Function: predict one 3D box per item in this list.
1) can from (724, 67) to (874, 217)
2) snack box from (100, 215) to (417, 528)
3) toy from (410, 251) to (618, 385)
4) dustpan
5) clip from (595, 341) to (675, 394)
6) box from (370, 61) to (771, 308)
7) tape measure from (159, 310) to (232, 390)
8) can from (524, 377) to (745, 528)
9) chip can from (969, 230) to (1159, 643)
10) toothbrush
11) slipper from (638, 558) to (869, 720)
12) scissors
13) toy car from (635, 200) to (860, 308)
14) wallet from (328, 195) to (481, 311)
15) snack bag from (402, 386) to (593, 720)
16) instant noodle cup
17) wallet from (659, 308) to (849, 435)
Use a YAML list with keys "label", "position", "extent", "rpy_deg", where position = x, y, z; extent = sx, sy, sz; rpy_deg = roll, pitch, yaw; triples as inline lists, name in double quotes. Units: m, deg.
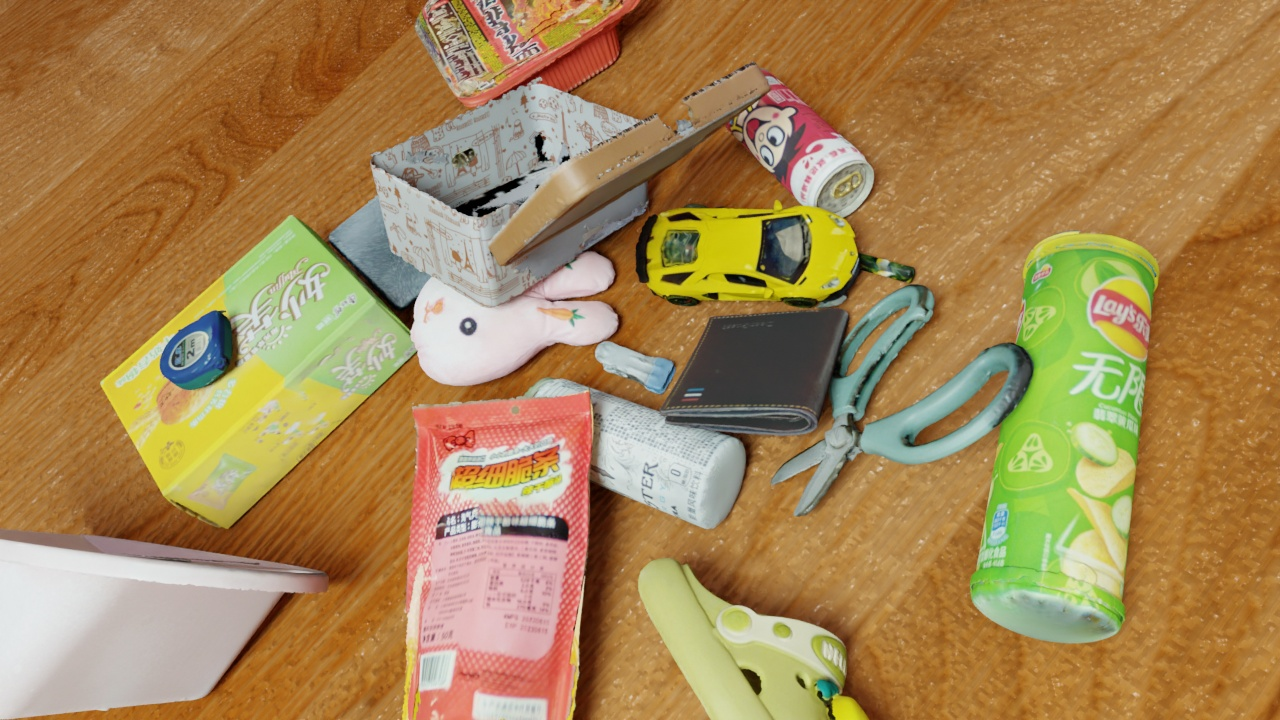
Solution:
- label: "can"
  position: [0.112, -0.160, 0.674]
  extent: [0.053, 0.053, 0.132]
  rpy_deg: [-34, 54, -1]
- label: "snack box"
  position: [-0.303, 0.003, 0.729]
  extent: [0.210, 0.070, 0.158]
  rpy_deg: [-45, 54, -8]
- label: "toy"
  position: [-0.096, -0.039, 0.686]
  extent: [0.159, 0.054, 0.121]
  rpy_deg: [-12, 53, 6]
- label: "dustpan"
  position: [-0.343, 0.120, 0.591]
  extent: [0.273, 0.222, 0.139]
  rpy_deg: [32, 88, 21]
- label: "clip"
  position: [-0.004, 0.003, 0.642]
  extent: [0.057, 0.029, 0.024]
  rpy_deg: [21, 71, 24]
- label: "box"
  position: [-0.053, -0.125, 0.639]
  extent: [0.178, 0.124, 0.274]
  rpy_deg: [-37, 28, -32]
- label: "tape measure"
  position: [-0.329, -0.004, 0.684]
  extent: [0.054, 0.025, 0.058]
  rpy_deg: [-27, 50, 6]
- label: "can"
  position: [-0.008, 0.056, 0.586]
  extent: [0.147, 0.058, 0.058]
  rpy_deg: [17, 68, 29]
- label: "chip can"
  position: [0.230, 0.038, 0.493]
  extent: [0.073, 0.072, 0.220]
  rpy_deg: [7, 63, 25]
- label: "toothbrush"
  position: [0.105, -0.085, 0.653]
  extent: [0.186, 0.017, 0.012]
  rpy_deg: [21, 108, 31]
- label: "slipper"
  position: [0.070, 0.165, 0.471]
  extent: [0.081, 0.092, 0.190]
  rpy_deg: [-36, 50, -5]
- label: "scissors"
  position: [0.151, 0.025, 0.528]
  extent: [0.172, 0.019, 0.179]
  rpy_deg: [-56, 27, -16]
- label: "toy car"
  position: [0.073, -0.074, 0.634]
  extent: [0.156, 0.041, 0.071]
  rpy_deg: [5, 79, 24]
- label: "wallet"
  position: [-0.181, -0.106, 0.752]
  extent: [0.097, 0.019, 0.120]
  rpy_deg: [42, 72, 18]
- label: "snack bag"
  position: [-0.086, 0.119, 0.546]
  extent: [0.129, 0.073, 0.207]
  rpy_deg: [-7, 68, 19]
- label: "instant noodle cup"
  position: [-0.096, -0.301, 0.829]
  extent: [0.189, 0.079, 0.164]
  rpy_deg: [-32, 54, 2]
- label: "wallet"
  position: [0.075, 0.004, 0.580]
  extent: [0.096, 0.020, 0.122]
  rpy_deg: [1, 32, 22]
